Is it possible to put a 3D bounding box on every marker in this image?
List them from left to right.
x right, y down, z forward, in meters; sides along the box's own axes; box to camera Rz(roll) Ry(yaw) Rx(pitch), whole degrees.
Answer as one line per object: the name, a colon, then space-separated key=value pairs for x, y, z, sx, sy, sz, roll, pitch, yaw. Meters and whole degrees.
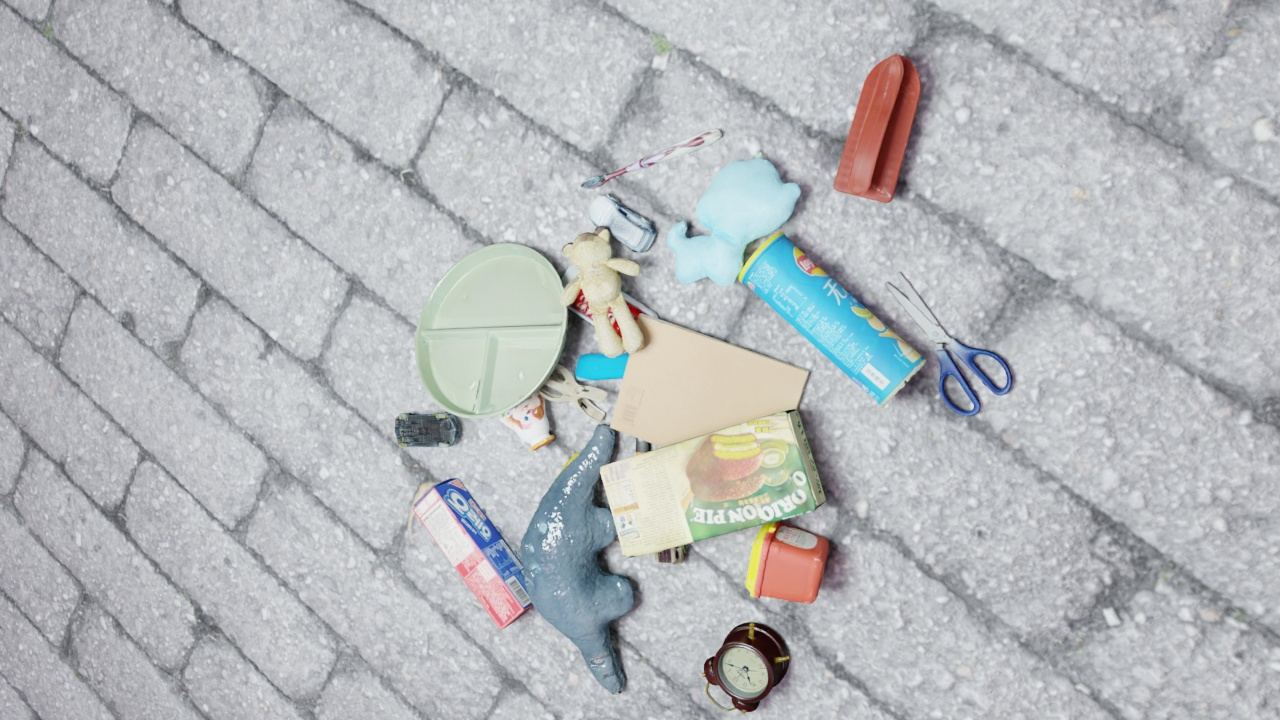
marker: x=0.002 y=0.101 z=1.134 sx=0.018 sy=0.015 sz=0.124 roll=3 pitch=97 yaw=20

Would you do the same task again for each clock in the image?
clock: x=0.123 y=0.369 z=1.094 sx=0.082 sy=0.055 sz=0.122 roll=41 pitch=113 yaw=14

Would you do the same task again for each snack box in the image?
snack box: x=-0.219 y=0.256 z=1.236 sx=0.058 sy=0.057 sz=0.207 roll=-44 pitch=79 yaw=26
snack box: x=0.080 y=0.142 z=1.051 sx=0.240 sy=0.063 sz=0.114 roll=-20 pitch=83 yaw=21
snack box: x=0.168 y=0.227 z=1.037 sx=0.080 sy=0.091 sz=0.082 roll=11 pitch=102 yaw=16

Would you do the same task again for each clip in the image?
clip: x=-0.087 y=0.038 z=1.148 sx=0.100 sy=0.034 sz=0.070 roll=25 pitch=144 yaw=13

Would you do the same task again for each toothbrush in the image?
toothbrush: x=0.009 y=-0.236 z=1.081 sx=0.188 sy=0.017 sz=0.016 roll=-16 pitch=91 yaw=26

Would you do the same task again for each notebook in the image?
notebook: x=0.076 y=0.047 z=1.084 sx=0.211 sy=0.012 sz=0.150 roll=20 pitch=106 yaw=15

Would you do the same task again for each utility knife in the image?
utility knife: x=-0.007 y=0.007 z=1.124 sx=0.161 sy=0.018 sz=0.034 roll=-2 pitch=100 yaw=23

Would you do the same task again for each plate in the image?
plate: x=-0.186 y=-0.037 z=1.154 sx=0.231 sy=0.027 sz=0.230 roll=-8 pitch=71 yaw=25

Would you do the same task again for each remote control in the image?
remote control: x=-0.043 y=-0.066 z=1.129 sx=0.136 sy=0.020 sz=0.056 roll=34 pitch=111 yaw=16

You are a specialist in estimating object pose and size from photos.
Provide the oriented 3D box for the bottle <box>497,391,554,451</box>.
bottle: x=-0.151 y=0.062 z=1.173 sx=0.063 sy=0.063 sz=0.108 roll=-33 pitch=83 yaw=25

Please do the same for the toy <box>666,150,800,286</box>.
toy: x=0.102 y=-0.160 z=1.031 sx=0.162 sy=0.049 sz=0.156 roll=6 pitch=91 yaw=33

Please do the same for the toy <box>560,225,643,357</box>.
toy: x=-0.041 y=-0.079 z=1.084 sx=0.105 sy=0.066 sz=0.157 roll=-23 pitch=80 yaw=16

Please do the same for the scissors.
scissors: x=0.313 y=-0.014 z=0.977 sx=0.173 sy=0.012 sz=0.126 roll=28 pitch=107 yaw=20

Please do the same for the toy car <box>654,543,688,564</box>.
toy car: x=0.034 y=0.205 z=1.124 sx=0.042 sy=0.035 sz=0.090 roll=0 pitch=94 yaw=23

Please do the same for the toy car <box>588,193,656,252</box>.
toy car: x=-0.024 y=-0.164 z=1.100 sx=0.090 sy=0.034 sz=0.043 roll=38 pitch=113 yaw=17

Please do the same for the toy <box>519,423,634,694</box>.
toy: x=-0.081 y=0.260 z=1.163 sx=0.138 sy=0.091 sz=0.356 roll=-5 pitch=97 yaw=-3

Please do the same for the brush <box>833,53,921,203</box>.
brush: x=0.247 y=-0.240 z=0.943 sx=0.063 sy=0.069 sz=0.146 roll=19 pitch=105 yaw=20

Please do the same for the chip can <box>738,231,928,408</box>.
chip can: x=0.206 y=-0.045 z=0.990 sx=0.210 sy=0.071 sz=0.071 roll=44 pitch=112 yaw=13

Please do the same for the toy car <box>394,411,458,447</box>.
toy car: x=-0.292 y=0.095 z=1.260 sx=0.106 sy=0.031 sz=0.049 roll=-2 pitch=97 yaw=26
